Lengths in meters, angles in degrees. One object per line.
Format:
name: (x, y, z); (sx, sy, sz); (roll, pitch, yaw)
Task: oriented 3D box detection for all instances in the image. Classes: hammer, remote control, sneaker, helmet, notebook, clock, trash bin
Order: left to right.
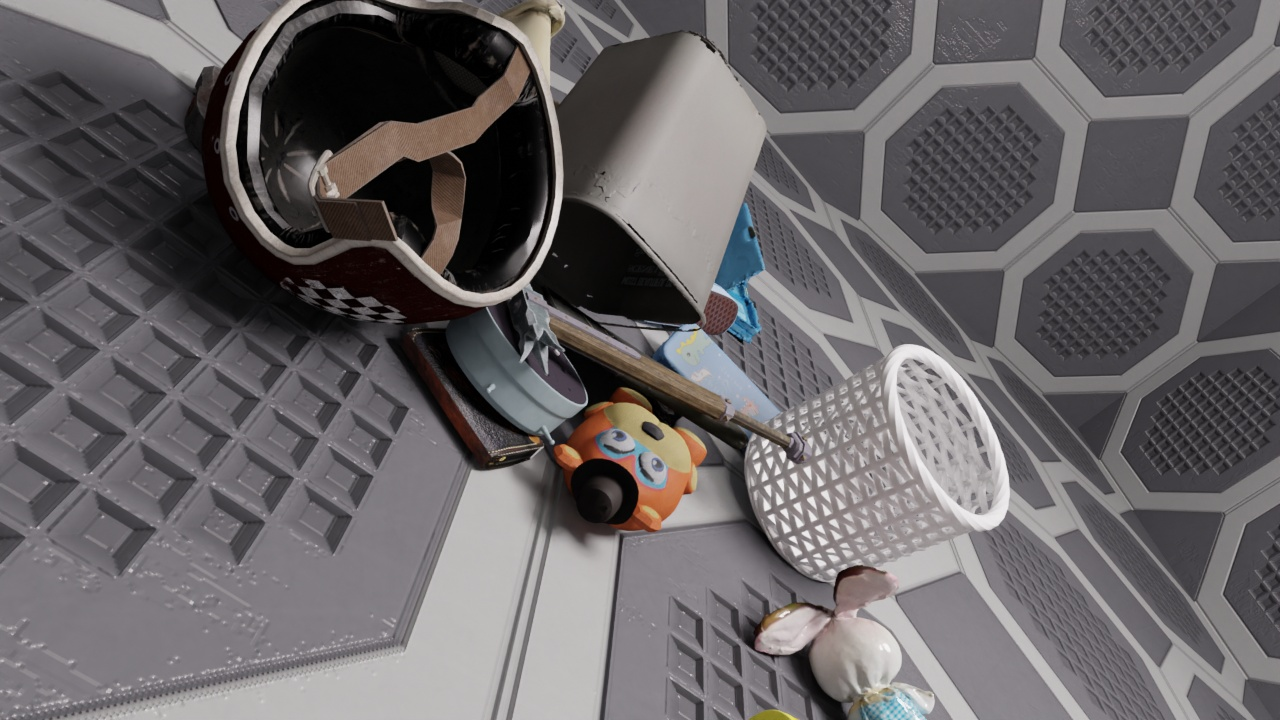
hammer: (-0.232, -0.142, 0.785); (0.300, 0.028, 0.111); (25, 31, -33)
helmet: (-0.167, -0.130, 0.618); (0.234, 0.254, 0.232); (54, 49, -56)
clock: (-0.101, -0.005, 0.737); (0.122, 0.045, 0.159); (44, 10, -34)
notebook: (-0.005, 0.005, 0.875); (0.209, 0.029, 0.169); (36, 4, -18)
trash bin: (-0.005, -0.174, 0.882); (0.197, 0.198, 0.219); (44, 63, -40)
sneaker: (0.015, -0.096, 1.106); (0.241, 0.083, 0.098); (21, 15, -48)
remote control: (0.021, 0.052, 0.939); (0.046, 0.009, 0.124); (46, 23, -1)
hammer: (0.028, 0.019, 0.775); (0.316, 0.028, 0.147); (28, 19, -28)

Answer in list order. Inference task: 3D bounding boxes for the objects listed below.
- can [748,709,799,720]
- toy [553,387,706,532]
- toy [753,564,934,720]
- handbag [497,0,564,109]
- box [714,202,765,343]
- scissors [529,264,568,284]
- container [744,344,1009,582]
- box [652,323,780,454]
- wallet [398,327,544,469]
can: (0.118, 0.291, 0.637); (0.105, 0.068, 0.067); (33, 26, -28)
toy: (-0.009, 0.084, 0.741); (0.112, 0.096, 0.175); (36, 33, 2)
toy: (0.202, 0.277, 0.779); (0.205, 0.131, 0.105); (58, 9, 11)
handbag: (-0.165, -0.304, 1.014); (0.131, 0.185, 0.228); (23, 48, -37)
box: (0.147, -0.139, 1.339); (0.094, 0.110, 0.231); (36, 25, -21)
scissors: (-0.131, -0.123, 0.969); (0.108, 0.016, 0.178); (44, 26, -6)
container: (0.235, 0.108, 0.925); (0.189, 0.187, 0.189); (26, 48, -32)
box: (0.107, 0.044, 1.032); (0.210, 0.064, 0.069); (45, 26, -2)
wallet: (-0.131, 0.028, 0.708); (0.123, 0.019, 0.072); (52, 19, 15)
